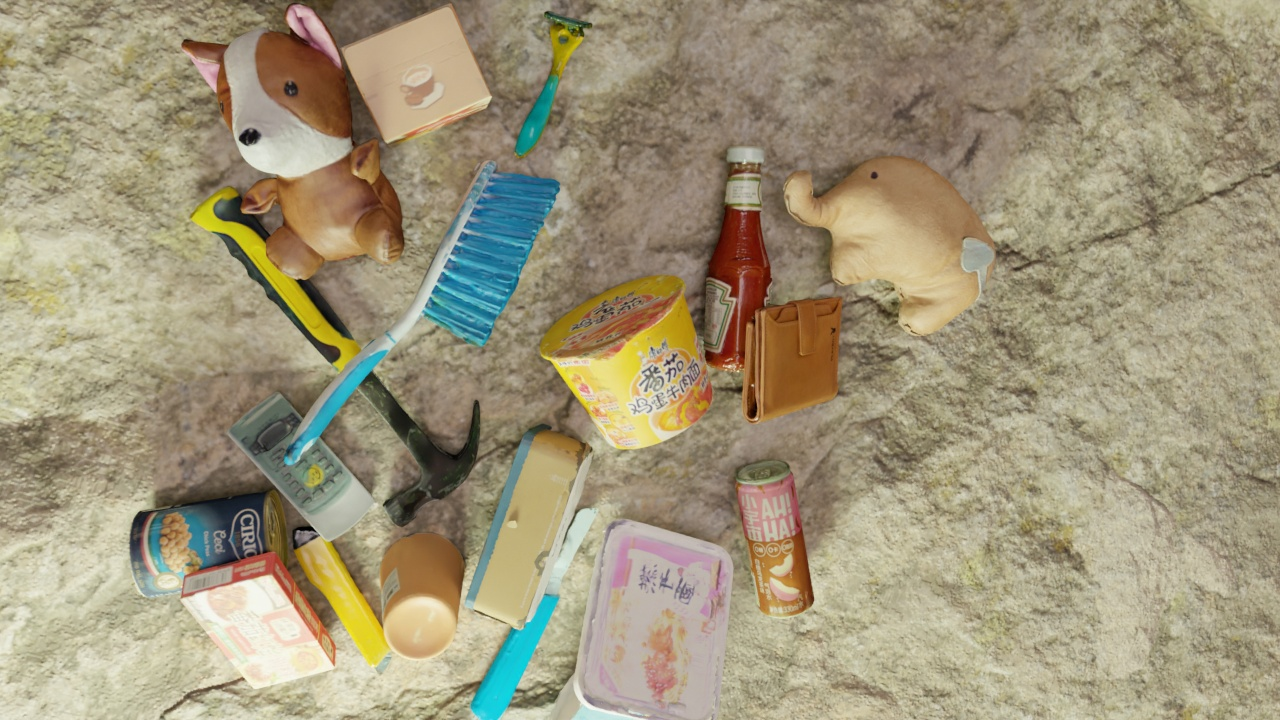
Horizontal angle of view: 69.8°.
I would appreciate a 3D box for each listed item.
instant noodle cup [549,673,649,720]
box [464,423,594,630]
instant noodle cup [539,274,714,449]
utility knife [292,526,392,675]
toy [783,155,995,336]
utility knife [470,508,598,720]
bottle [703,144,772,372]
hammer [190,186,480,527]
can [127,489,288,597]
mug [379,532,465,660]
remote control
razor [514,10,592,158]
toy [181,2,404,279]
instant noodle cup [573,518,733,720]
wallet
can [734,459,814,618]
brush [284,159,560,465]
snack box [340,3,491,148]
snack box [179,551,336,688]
[{"bbox_3d":[-0.019,0.352,0.878,0.120,0.111,0.111,38,89,-9],"label":"instant noodle cup"},{"bbox_3d":[-0.095,0.141,0.826,0.061,0.089,0.184,18,92,5],"label":"box"},{"bbox_3d":[-0.005,0.005,0.812,0.138,0.138,0.110,-28,112,-7],"label":"instant noodle cup"},{"bbox_3d":[-0.272,0.220,0.841,0.033,0.015,0.164,-27,104,-8],"label":"utility knife"},{"bbox_3d":[0.234,-0.127,0.866,0.226,0.082,0.143,33,80,-13],"label":"toy"},{"bbox_3d":[-0.100,0.244,0.882,0.034,0.018,0.236,27,93,-13],"label":"utility knife"},{"bbox_3d":[0.093,-0.094,0.852,0.059,0.060,0.206,0,98,-13],"label":"bottle"},{"bbox_3d":[-0.260,-0.011,0.800,0.126,0.032,0.323,-37,104,-5],"label":"hammer"},{"bbox_3d":[-0.365,0.156,0.780,0.111,0.075,0.075,-8,100,-11],"label":"can"},{"bbox_3d":[-0.192,0.207,0.802,0.078,0.123,0.078,-2,98,-12],"label":"mug"},{"bbox_3d":[-0.297,0.094,0.807,0.056,0.019,0.135,-42,105,-21],"label":"remote control"},{"bbox_3d":[-0.083,-0.238,0.804,0.043,0.028,0.132,20,91,8],"label":"razor"},{"bbox_3d":[-0.266,-0.164,0.712,0.140,0.130,0.200,-10,113,11],"label":"toy"},{"bbox_3d":[0.007,0.247,0.854,0.138,0.060,0.173,18,58,-15],"label":"instant noodle cup"},{"bbox_3d":[0.144,-0.004,0.857,0.131,0.031,0.108,-10,107,-47],"label":"wallet"},{"bbox_3d":[0.132,0.176,0.903,0.058,0.058,0.147,-14,102,-10],"label":"can"},{"bbox_3d":[-0.180,-0.035,0.779,0.109,0.061,0.314,26,79,-9],"label":"brush"},{"bbox_3d":[-0.181,-0.228,0.749,0.092,0.094,0.077,-25,104,-8],"label":"snack box"},{"bbox_3d":[-0.322,0.225,0.785,0.075,0.025,0.153,-13,133,-5],"label":"snack box"}]
